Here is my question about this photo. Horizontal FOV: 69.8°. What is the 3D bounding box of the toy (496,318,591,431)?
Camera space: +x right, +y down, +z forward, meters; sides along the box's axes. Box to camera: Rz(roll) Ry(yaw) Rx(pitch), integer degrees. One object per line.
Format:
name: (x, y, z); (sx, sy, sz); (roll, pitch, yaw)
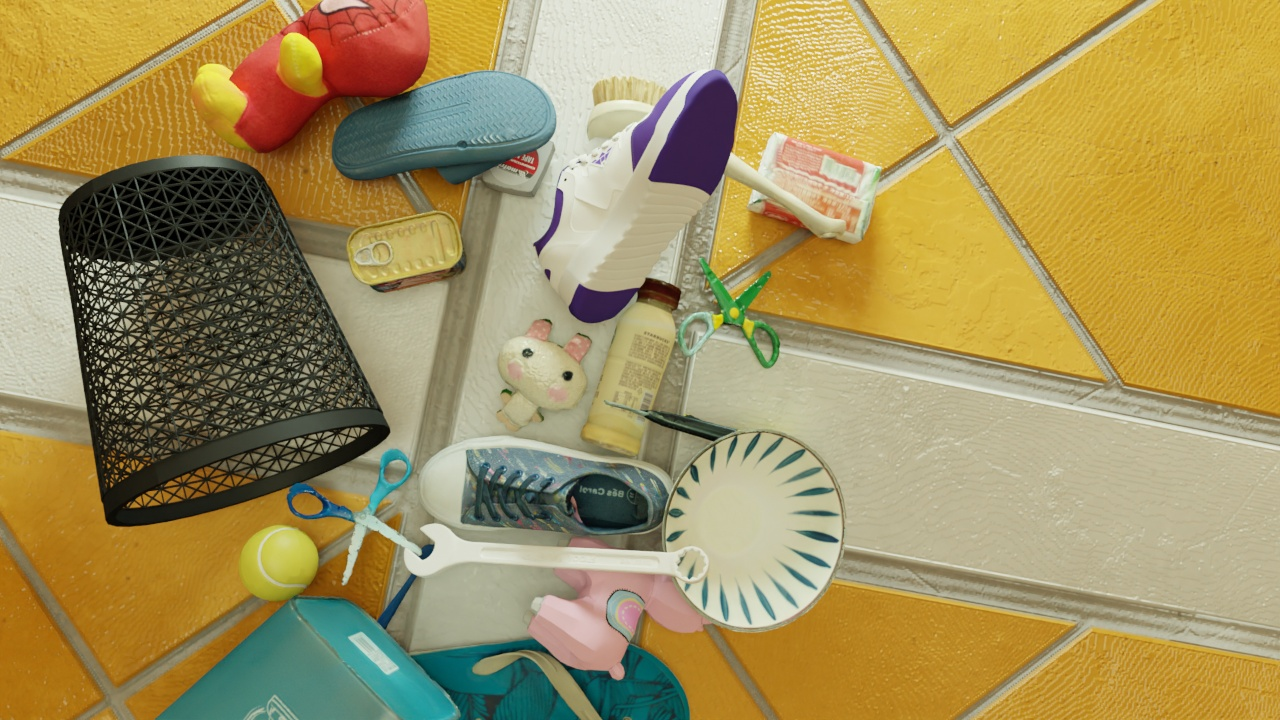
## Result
toy: (-0.092, 0.014, 0.847); (0.087, 0.050, 0.112); (32, 78, -2)

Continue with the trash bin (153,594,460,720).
trash bin: (-0.281, 0.319, 0.724); (0.196, 0.199, 0.218); (40, 81, 12)

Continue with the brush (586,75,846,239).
brush: (0.069, -0.185, 0.849); (0.272, 0.062, 0.077); (30, 97, 8)

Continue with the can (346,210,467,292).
can: (-0.210, -0.097, 0.836); (0.099, 0.059, 0.054); (-13, 87, -6)

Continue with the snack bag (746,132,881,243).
snack bag: (0.168, -0.166, 0.885); (0.116, 0.036, 0.077); (17, 85, -4)

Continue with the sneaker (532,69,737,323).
sneaker: (-0.014, -0.159, 0.819); (0.111, 0.091, 0.244); (44, 108, 32)

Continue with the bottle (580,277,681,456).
bottle: (-0.005, 0.005, 0.848); (0.056, 0.056, 0.162); (18, 84, -4)

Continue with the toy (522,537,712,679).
toy: (-0.015, 0.221, 0.817); (0.157, 0.067, 0.123); (24, 55, -4)

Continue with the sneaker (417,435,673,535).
sneaker: (-0.087, 0.114, 0.809); (0.235, 0.079, 0.087); (3, 89, 6)

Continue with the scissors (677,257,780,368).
scissors: (0.085, -0.041, 0.871); (0.131, 0.011, 0.125); (-35, 96, -21)

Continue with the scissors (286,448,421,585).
scissors: (-0.254, 0.136, 0.822); (0.133, 0.014, 0.127); (15, 71, -14)

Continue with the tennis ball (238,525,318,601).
tennis ball: (-0.316, 0.177, 0.803); (0.065, 0.065, 0.065); (0, 86, -5)

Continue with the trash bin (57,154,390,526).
trash bin: (-0.352, -0.019, 0.752); (0.217, 0.217, 0.243); (-21, 81, -6)

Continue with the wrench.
wrench: (-0.076, 0.168, 0.784); (0.274, 0.009, 0.047); (0, 66, 15)

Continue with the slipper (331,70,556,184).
slipper: (-0.180, -0.210, 0.845); (0.214, 0.059, 0.103); (-7, 64, 8)

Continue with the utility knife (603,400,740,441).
utility knife: (0.054, 0.061, 0.830); (0.203, 0.029, 0.020); (16, 80, -25)

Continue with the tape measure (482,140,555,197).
tape measure: (-0.119, -0.188, 0.869); (0.060, 0.020, 0.062); (21, 83, 2)

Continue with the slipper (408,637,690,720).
slipper: (-0.099, 0.307, 0.818); (0.295, 0.060, 0.118); (2, 82, -5)

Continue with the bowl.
bowl: (0.092, 0.149, 0.831); (0.177, 0.071, 0.177); (1, 88, -19)

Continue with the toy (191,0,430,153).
toy: (-0.283, -0.262, 0.812); (0.216, 0.147, 0.099); (-29, 127, -8)

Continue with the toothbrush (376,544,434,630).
toothbrush: (-0.239, 0.248, 0.831); (0.016, 0.017, 0.190); (33, 85, 6)
